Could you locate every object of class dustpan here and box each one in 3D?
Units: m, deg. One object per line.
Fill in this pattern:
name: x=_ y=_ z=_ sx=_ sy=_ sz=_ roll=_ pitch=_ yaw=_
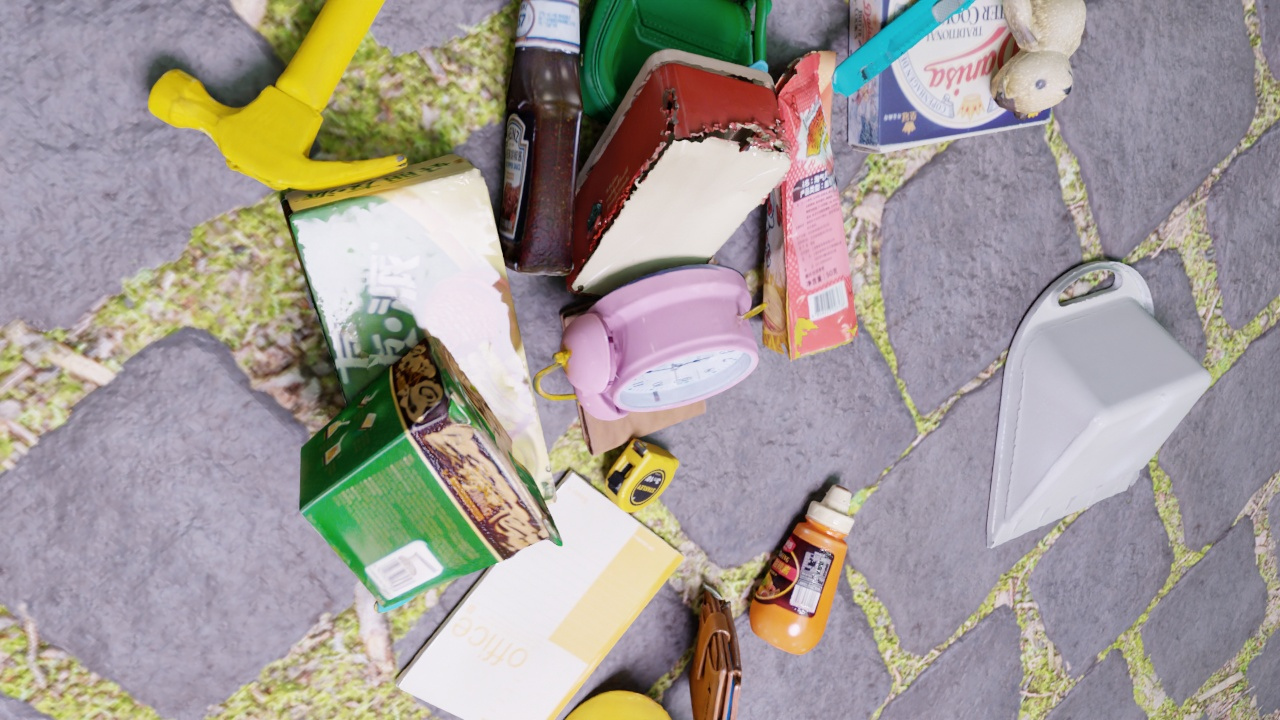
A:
dustpan: x=0.446 y=0.037 z=0.941 sx=0.222 sy=0.142 sz=0.258 roll=-15 pitch=143 yaw=-23

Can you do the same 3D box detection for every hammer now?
hammer: x=-0.139 y=-0.229 z=0.508 sx=0.128 sy=0.033 sz=0.300 roll=29 pitch=89 yaw=-12

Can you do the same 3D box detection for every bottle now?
bottle: x=-0.060 y=-0.153 z=0.563 sx=0.044 sy=0.080 sz=0.195 roll=0 pitch=106 yaw=-22
bottle: x=0.149 y=0.180 z=0.809 sx=0.066 sy=0.067 sz=0.149 roll=24 pitch=89 yaw=-32

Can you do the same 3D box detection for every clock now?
clock: x=0.004 y=-0.006 z=0.613 sx=0.158 sy=0.059 sz=0.117 roll=-15 pitch=160 yaw=-1

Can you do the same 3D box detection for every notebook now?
notebook: x=-0.073 y=0.202 z=0.726 sx=0.206 sy=0.010 sz=0.146 roll=-50 pitch=122 yaw=-3

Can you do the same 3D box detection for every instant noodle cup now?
instant noodle cup: x=-0.001 y=0.358 z=0.756 sx=0.138 sy=0.138 sz=0.110 roll=-46 pitch=131 yaw=-6

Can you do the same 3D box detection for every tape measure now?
tape measure: x=-0.002 y=0.087 z=0.706 sx=0.057 sy=0.029 sz=0.060 roll=-54 pitch=147 yaw=7

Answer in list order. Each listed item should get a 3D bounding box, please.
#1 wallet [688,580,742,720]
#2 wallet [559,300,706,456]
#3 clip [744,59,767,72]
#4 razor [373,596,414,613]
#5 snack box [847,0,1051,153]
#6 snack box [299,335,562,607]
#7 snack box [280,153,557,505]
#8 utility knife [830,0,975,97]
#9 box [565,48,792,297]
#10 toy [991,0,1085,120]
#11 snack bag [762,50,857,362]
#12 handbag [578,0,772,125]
wallet: x=0.063 y=0.255 z=0.750 sx=0.035 sy=0.130 sz=0.119 roll=3 pitch=105 yaw=-2
wallet: x=-0.004 y=0.004 z=0.687 sx=0.101 sy=0.020 sz=0.115 roll=-21 pitch=114 yaw=-22
clip: x=0.057 y=-0.173 z=0.575 sx=0.056 sy=0.047 sz=0.014 roll=-36 pitch=114 yaw=-25
razor: x=-0.133 y=0.140 z=0.661 sx=0.132 sy=0.028 sz=0.043 roll=-34 pitch=97 yaw=-17
snack box: x=0.243 y=-0.264 z=0.703 sx=0.177 sy=0.046 sz=0.183 roll=-14 pitch=113 yaw=-22
snack box: x=-0.125 y=0.068 z=0.517 sx=0.105 sy=0.117 sz=0.118 roll=-34 pitch=117 yaw=-5
snack box: x=-0.136 y=0.000 z=0.588 sx=0.114 sy=0.063 sz=0.240 roll=-18 pitch=116 yaw=-19
utility knife: x=0.195 y=-0.236 z=0.653 sx=0.151 sy=0.013 sz=0.029 roll=-39 pitch=117 yaw=-8
box: x=0.018 y=-0.098 z=0.567 sx=0.091 sy=0.169 sz=0.080 roll=5 pitch=61 yaw=-26
toy: x=0.312 y=-0.256 z=0.674 sx=0.105 sy=0.066 sz=0.157 roll=5 pitch=113 yaw=-47
snack bag: x=0.121 y=-0.112 z=0.670 sx=0.128 sy=0.073 sz=0.208 roll=-43 pitch=132 yaw=-55
handbag: x=0.022 y=-0.201 z=0.595 sx=0.131 sy=0.068 sz=0.120 roll=7 pitch=104 yaw=-30
